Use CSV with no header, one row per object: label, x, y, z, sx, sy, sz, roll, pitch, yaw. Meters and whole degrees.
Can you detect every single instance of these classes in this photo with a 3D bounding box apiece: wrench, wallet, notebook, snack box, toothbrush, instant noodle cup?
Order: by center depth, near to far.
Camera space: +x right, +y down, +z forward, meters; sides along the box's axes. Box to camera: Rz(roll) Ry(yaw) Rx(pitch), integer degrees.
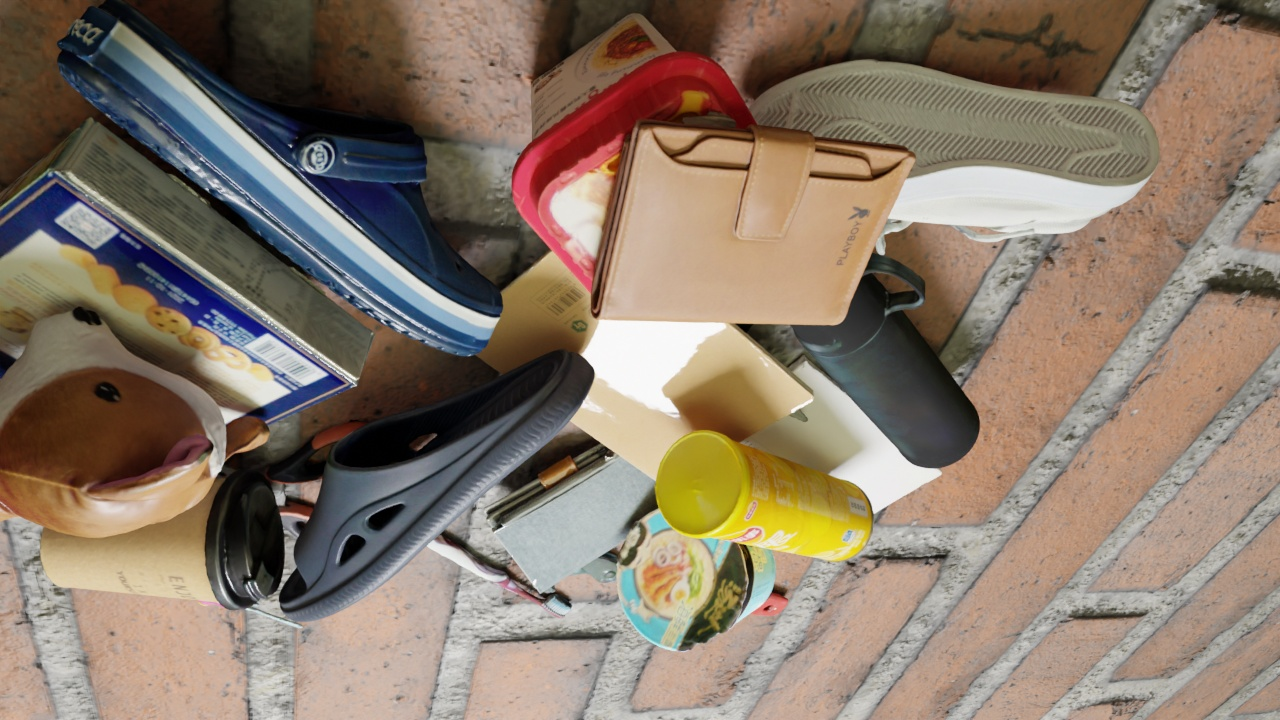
wallet,0.049,-0.061,0.428,0.131,0.031,0.108,1,132,-18
instant noodle cup,-0.002,-0.109,0.476,0.116,0.124,0.116,-31,132,12
snack box,-0.278,-0.020,0.506,0.183,0.045,0.178,-21,135,27
notebook,-0.004,0.004,0.619,0.148,0.008,0.207,-34,123,31
wallet,-0.048,0.115,0.725,0.129,0.037,0.107,-30,131,-6
instant noodle cup,0.055,0.172,0.752,0.111,0.111,0.120,-36,158,18
notebook,0.140,0.090,0.772,0.151,0.012,0.209,-39,129,22
toothbrush,-0.120,0.183,0.786,0.017,0.016,0.187,-39,130,10
wrench,0.027,0.209,0.847,0.273,0.016,0.056,16,126,-27

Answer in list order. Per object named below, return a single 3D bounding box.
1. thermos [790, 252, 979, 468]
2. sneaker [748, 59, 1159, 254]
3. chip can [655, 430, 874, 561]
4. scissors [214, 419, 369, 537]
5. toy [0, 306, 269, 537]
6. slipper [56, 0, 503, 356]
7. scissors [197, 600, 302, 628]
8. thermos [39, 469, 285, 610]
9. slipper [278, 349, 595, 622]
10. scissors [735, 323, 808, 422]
thermos,0.177,0.001,0.636,0.090,0.068,0.242,-5,151,35
sneaker,0.171,-0.116,0.553,0.242,0.089,0.091,3,161,-4
chip can,0.100,0.106,0.683,0.072,0.072,0.213,-41,145,21
scissors,-0.262,0.099,0.672,0.223,0.015,0.189,-14,134,-1
toy,-0.304,0.035,0.463,0.199,0.140,0.130,6,99,-6
slipper,-0.162,-0.094,0.473,0.095,0.105,0.252,-54,136,-5
scissors,-0.323,0.177,0.695,0.135,0.017,0.133,19,162,5
thermos,-0.313,0.121,0.614,0.143,0.092,0.093,-2,133,2
slipper,-0.151,0.065,0.603,0.268,0.110,0.083,-37,107,14
scissors,0.047,-0.015,0.643,0.232,0.021,0.221,12,127,-21
